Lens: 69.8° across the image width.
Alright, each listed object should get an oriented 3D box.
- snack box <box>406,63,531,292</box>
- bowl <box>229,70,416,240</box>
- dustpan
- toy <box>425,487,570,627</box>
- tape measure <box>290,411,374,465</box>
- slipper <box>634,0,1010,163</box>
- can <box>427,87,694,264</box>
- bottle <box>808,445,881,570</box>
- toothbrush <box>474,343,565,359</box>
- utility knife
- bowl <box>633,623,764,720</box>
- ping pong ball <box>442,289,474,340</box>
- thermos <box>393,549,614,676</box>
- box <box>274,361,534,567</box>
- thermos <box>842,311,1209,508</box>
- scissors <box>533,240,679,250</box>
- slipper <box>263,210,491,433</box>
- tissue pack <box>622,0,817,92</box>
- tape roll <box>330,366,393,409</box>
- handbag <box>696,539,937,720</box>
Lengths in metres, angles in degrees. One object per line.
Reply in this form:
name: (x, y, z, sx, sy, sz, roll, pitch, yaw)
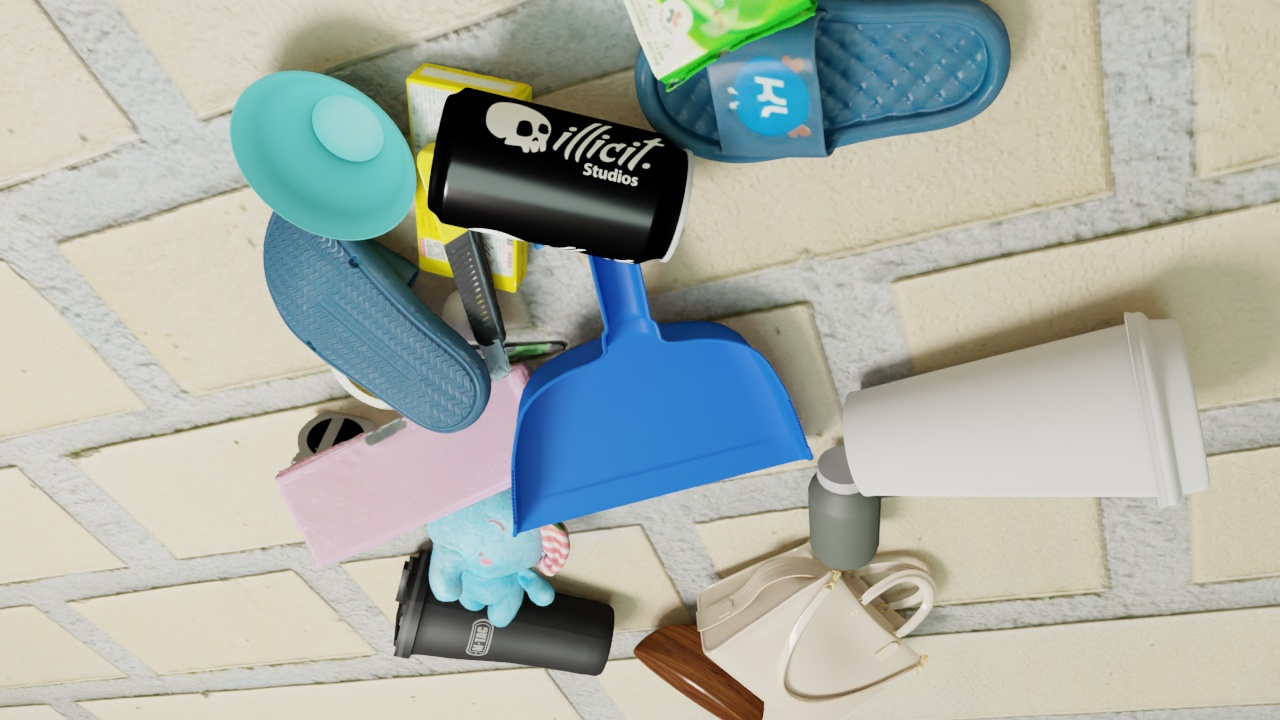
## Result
snack box: (-0.114, -0.119, 0.622, 0.075, 0.025, 0.153, 14, 133, 6)
bowl: (-0.201, -0.143, 0.607, 0.121, 0.046, 0.121, 5, 132, 5)
dustpan: (-0.004, 0.004, 0.670, 0.245, 0.059, 0.258, -14, 113, -3)
toy: (-0.145, 0.167, 0.818, 0.183, 0.114, 0.181, 23, 119, 24)
tape measure: (-0.268, 0.075, 0.802, 0.064, 0.064, 0.017, 9, 133, -2)
slipper: (0.103, -0.157, 0.533, 0.214, 0.059, 0.104, -1, 134, 10)
can: (-0.048, -0.108, 0.548, 0.146, 0.080, 0.080, 11, 133, -10)
bottle: (0.171, 0.124, 0.772, 0.060, 0.060, 0.108, -1, 132, 11)
toothbrush: (-0.152, -0.004, 0.749, 0.188, 0.017, 0.014, -5, 134, 11)
utility knife: (-0.118, -0.059, 0.642, 0.029, 0.020, 0.198, 5, 130, 16)
bowl: (0.072, 0.312, 0.941, 0.147, 0.068, 0.147, 31, 160, 13)
ping pong ball: (-0.130, -0.035, 0.695, 0.040, 0.040, 0.040, 5, 132, 5)
thermos: (-0.141, 0.264, 0.932, 0.218, 0.105, 0.106, 14, 133, -10)
box: (-0.177, 0.086, 0.750, 0.233, 0.041, 0.098, -26, 96, 6)
thermos: (0.265, 0.046, 0.651, 0.222, 0.131, 0.131, -11, 129, 28)
scissors: (-0.026, -0.104, 0.636, 0.126, 0.016, 0.125, -27, 119, 34)
slipper: (-0.195, -0.031, 0.677, 0.213, 0.059, 0.104, 44, 117, 1)
tissue pack: (0.031, -0.214, 0.485, 0.100, 0.034, 0.114, -21, 98, 27)
tape roll: (-0.202, -0.005, 0.733, 0.094, 0.019, 0.094, 3, 116, 5)
handbag: (0.185, 0.248, 0.870, 0.198, 0.101, 0.194, -35, 119, 20)
